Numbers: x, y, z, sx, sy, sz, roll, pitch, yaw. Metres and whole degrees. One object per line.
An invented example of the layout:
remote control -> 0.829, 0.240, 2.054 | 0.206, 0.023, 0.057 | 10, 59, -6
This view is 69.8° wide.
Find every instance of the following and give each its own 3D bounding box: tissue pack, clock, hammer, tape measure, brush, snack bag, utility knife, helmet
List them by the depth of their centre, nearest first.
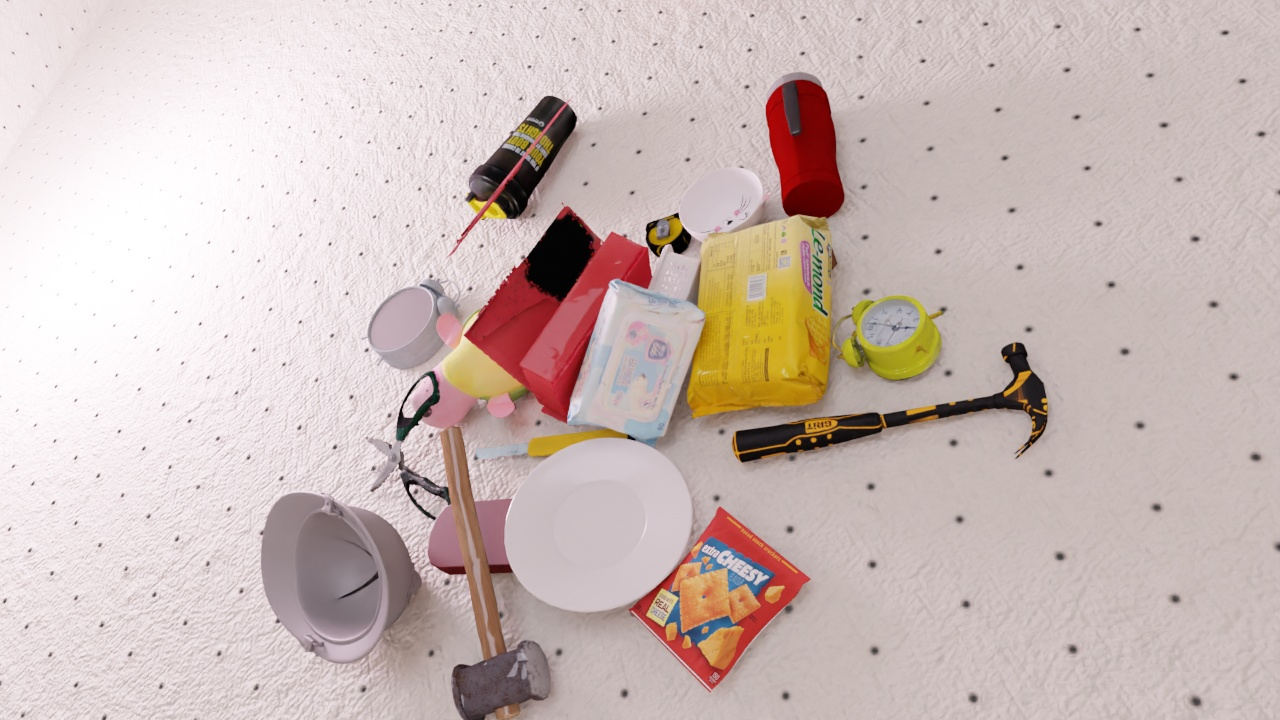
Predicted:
snack bag -> 0.077, 0.235, 0.918 | 0.144, 0.039, 0.131 | -46, 47, -9
hammer -> 0.250, 0.066, 0.952 | 0.321, 0.036, 0.123 | -13, 53, 18
clock -> 0.265, -0.026, 0.993 | 0.119, 0.057, 0.083 | 3, 59, 38
hammer -> -0.181, 0.224, 1.007 | 0.098, 0.052, 0.328 | -24, 65, 12
tissue pack -> -0.006, 0.006, 1.038 | 0.070, 0.112, 0.182 | -126, 53, -68
snack bag -> 0.134, -0.054, 1.049 | 0.160, 0.068, 0.246 | -8, 63, 29
brush -> -0.163, 0.208, 1.067 | 0.174, 0.042, 0.082 | -8, 54, 24
helmet -> -0.336, 0.247, 1.092 | 0.272, 0.117, 0.183 | 13, 95, 40
utility knife -> -0.108, 0.102, 1.128 | 0.225, 0.019, 0.030 | -7, 49, 19
tape measure -> 0.037, -0.168, 1.232 | 0.062, 0.034, 0.061 | -18, 53, 17
clock -> -0.330, -0.059, 1.347 | 0.159, 0.045, 0.122 | -41, 49, -2

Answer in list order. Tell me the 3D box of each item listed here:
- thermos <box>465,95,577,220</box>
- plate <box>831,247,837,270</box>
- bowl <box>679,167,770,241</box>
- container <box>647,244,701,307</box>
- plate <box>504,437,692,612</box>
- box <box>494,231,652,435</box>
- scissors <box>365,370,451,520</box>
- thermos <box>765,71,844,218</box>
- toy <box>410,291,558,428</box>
thermos -> -0.183, -0.309, 1.417 | 0.098, 0.098, 0.220 | 14, 62, 35
plate -> 0.174, -0.125, 1.132 | 0.131, 0.025, 0.131 | -15, 52, 19
bowl -> 0.112, -0.192, 1.197 | 0.115, 0.050, 0.114 | -15, 52, 19
container -> 0.043, -0.070, 1.133 | 0.050, 0.081, 0.129 | 10, 62, 21
plate -> -0.046, 0.176, 0.999 | 0.209, 0.015, 0.208 | -7, 52, 9
box -> -0.116, -0.018, 1.274 | 0.214, 0.171, 0.479 | -57, 20, -16
scissors -> -0.283, 0.128, 1.168 | 0.204, 0.015, 0.202 | 51, 118, 26
thermos -> 0.206, -0.283, 1.173 | 0.084, 0.108, 0.198 | -14, 54, 18
toy -> -0.200, 0.003, 1.204 | 0.238, 0.087, 0.190 | -42, 64, 2
